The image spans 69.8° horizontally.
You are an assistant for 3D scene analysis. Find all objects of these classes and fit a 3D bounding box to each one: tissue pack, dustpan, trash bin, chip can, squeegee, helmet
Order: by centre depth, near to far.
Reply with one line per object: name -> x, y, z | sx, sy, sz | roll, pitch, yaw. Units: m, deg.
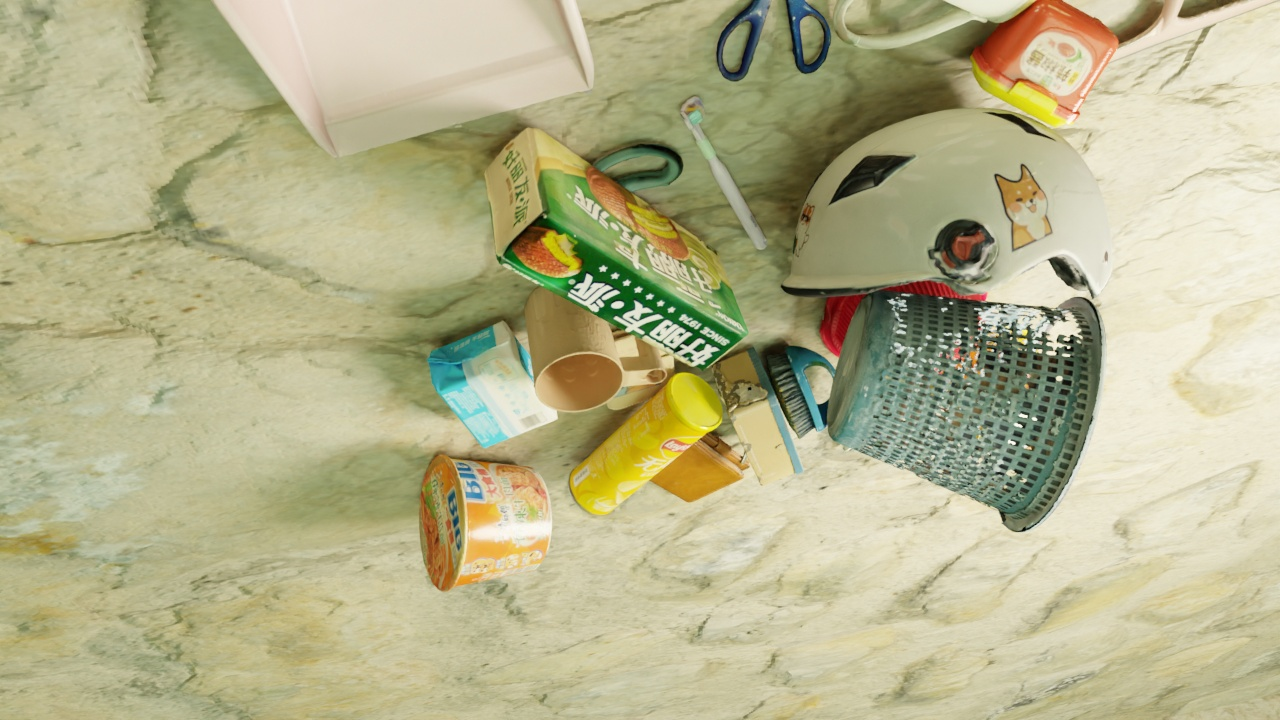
dustpan -> -0.152, -0.220, 0.594 | 0.222, 0.138, 0.274 | -17, 139, 2
squeegee -> 0.416, -0.336, 0.710 | 0.248, 0.040, 0.250 | -20, 139, 7
helmet -> 0.259, -0.134, 0.783 | 0.274, 0.230, 0.157 | -1, 98, -7
trash bin -> 0.289, 0.026, 0.863 | 0.195, 0.225, 0.227 | 15, 137, 5
tissue pack -> -0.147, 0.026, 0.930 | 0.090, 0.063, 0.140 | -22, 140, 5
chip can -> 0.000, 0.099, 1.034 | 0.072, 0.072, 0.214 | 17, 136, -32

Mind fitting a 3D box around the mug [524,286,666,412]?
mug -> -0.046, -0.018, 0.879 | 0.124, 0.103, 0.084 | -6, 139, -11

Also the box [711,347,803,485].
box -> 0.136, 0.071, 1.049 | 0.059, 0.089, 0.184 | -23, 141, 8

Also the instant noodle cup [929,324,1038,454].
instant noodle cup -> 0.426, 0.041, 1.085 | 0.138, 0.109, 0.138 | -9, 139, -8

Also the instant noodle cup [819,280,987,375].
instant noodle cup -> 0.294, -0.039, 0.989 | 0.193, 0.065, 0.194 | -8, 139, -7

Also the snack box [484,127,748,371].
snack box -> -0.017, -0.088, 0.774 | 0.063, 0.114, 0.240 | -39, 133, 26

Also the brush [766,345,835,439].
brush -> 0.191, 0.032, 1.045 | 0.073, 0.055, 0.144 | -22, 139, 9

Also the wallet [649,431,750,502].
wallet -> 0.066, 0.127, 1.129 | 0.119, 0.035, 0.130 | -32, 137, 22

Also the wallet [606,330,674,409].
wallet -> -0.006, 0.006, 0.982 | 0.087, 0.024, 0.115 | -13, 140, 4

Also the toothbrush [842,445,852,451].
toothbrush -> 0.307, 0.053, 1.136 | 0.017, 0.016, 0.188 | 2, 137, -33

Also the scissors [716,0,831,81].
scissors -> 0.111, -0.284, 0.697 | 0.156, 0.012, 0.166 | 20, 128, -32

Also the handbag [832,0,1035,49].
handbag -> 0.230, -0.300, 0.682 | 0.163, 0.063, 0.179 | 11, 137, -25

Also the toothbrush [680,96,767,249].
toothbrush -> 0.080, -0.160, 0.823 | 0.021, 0.029, 0.189 | 11, 155, 34

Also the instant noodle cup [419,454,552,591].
instant noodle cup -> -0.175, 0.182, 1.044 | 0.111, 0.151, 0.152 | 3, 137, -31

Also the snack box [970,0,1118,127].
snack box -> 0.327, -0.248, 0.745 | 0.091, 0.081, 0.080 | 24, 124, -7

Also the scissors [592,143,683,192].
scissors -> -0.024, -0.118, 0.839 | 0.170, 0.019, 0.180 | -26, 139, 10
